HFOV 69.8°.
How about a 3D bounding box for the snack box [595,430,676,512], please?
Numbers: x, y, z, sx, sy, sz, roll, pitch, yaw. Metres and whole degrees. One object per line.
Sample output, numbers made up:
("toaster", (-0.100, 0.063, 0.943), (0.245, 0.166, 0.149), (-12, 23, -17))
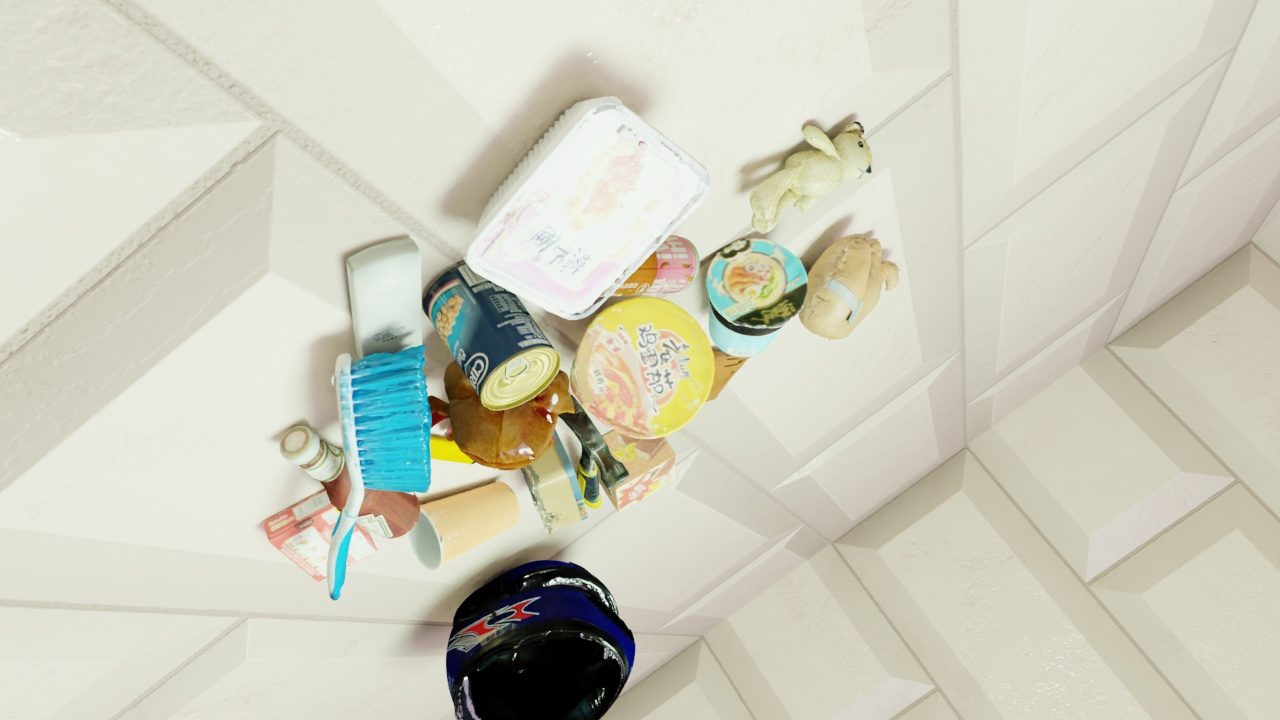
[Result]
("snack box", (-0.010, 0.140, 1.250), (0.094, 0.077, 0.093), (-28, 155, -14))

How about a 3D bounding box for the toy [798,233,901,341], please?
("toy", (0.271, -0.090, 1.177), (0.144, 0.082, 0.225), (-58, 158, 18))

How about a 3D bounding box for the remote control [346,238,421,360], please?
("remote control", (-0.207, -0.045, 0.749), (0.056, 0.019, 0.135), (-22, 153, -25))

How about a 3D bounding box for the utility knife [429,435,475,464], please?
("utility knife", (-0.217, 0.092, 0.984), (0.033, 0.015, 0.163), (-46, 152, 11))

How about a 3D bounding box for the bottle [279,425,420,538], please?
("bottle", (-0.285, 0.120, 0.905), (0.059, 0.059, 0.206), (-33, 149, -4))

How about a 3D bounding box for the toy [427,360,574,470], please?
("toy", (-0.135, 0.052, 0.895), (0.140, 0.130, 0.200), (9, 162, -4))

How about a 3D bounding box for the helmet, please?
("helmet", (-0.143, 0.419, 1.384), (0.316, 0.247, 0.239), (-38, -161, 21))

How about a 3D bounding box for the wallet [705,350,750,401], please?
("wallet", (0.073, 0.026, 1.210), (0.131, 0.031, 0.108), (-10, 147, -44))

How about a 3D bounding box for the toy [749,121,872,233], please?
("toy", (0.170, -0.180, 0.918), (0.157, 0.066, 0.105), (-34, 139, -20))

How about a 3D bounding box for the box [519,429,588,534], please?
("box", (-0.112, 0.140, 1.114), (0.061, 0.089, 0.184), (-23, 154, -11))

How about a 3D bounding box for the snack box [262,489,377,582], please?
("snack box", (-0.343, 0.192, 0.994), (0.075, 0.025, 0.153), (-28, 154, -13))

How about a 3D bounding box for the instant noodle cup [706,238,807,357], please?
("instant noodle cup", (0.123, -0.062, 1.039), (0.111, 0.111, 0.121), (-29, 163, -13))

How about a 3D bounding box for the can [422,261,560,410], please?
("can", (-0.128, -0.023, 0.779), (0.075, 0.111, 0.075), (-29, 154, -16))

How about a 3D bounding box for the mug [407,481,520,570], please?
("mug", (-0.211, 0.194, 1.110), (0.122, 0.078, 0.078), (-19, 151, -41))

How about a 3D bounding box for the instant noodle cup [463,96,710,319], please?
("instant noodle cup", (-0.046, -0.126, 0.728), (0.174, 0.060, 0.138), (-43, 136, 21))

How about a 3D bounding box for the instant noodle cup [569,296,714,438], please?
("instant noodle cup", (-0.006, 0.005, 0.937), (0.138, 0.138, 0.110), (-30, -173, -10))

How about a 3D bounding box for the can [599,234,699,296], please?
("can", (-0.012, -0.090, 0.864), (0.147, 0.058, 0.058), (-7, 144, -45))

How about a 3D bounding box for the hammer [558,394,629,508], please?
("hammer", (-0.066, 0.133, 1.160), (0.031, 0.126, 0.324), (-31, 165, -13))

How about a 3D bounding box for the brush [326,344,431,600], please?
("brush", (-0.244, 0.114, 0.839), (0.109, 0.060, 0.315), (-2, 129, -11))
